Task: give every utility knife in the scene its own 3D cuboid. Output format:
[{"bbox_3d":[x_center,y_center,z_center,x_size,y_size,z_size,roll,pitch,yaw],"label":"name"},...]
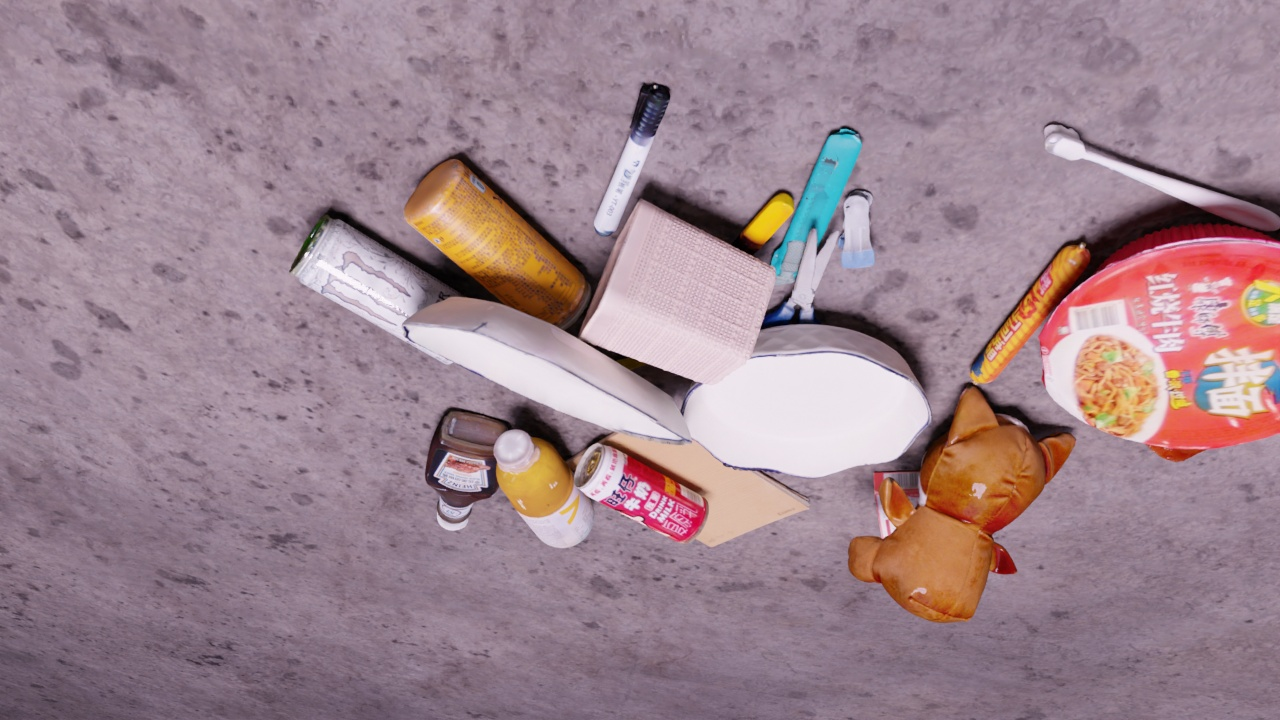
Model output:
[{"bbox_3d":[0.120,-0.101,0.647,0.029,0.012,0.152,10,142,-4],"label":"utility knife"}]

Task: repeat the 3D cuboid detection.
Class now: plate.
[{"bbox_3d":[0.135,0.035,0.771,0.205,0.045,0.205,4,148,2],"label":"plate"},{"bbox_3d":[-0.064,0.010,0.720,0.162,0.034,0.265,9,164,41],"label":"plate"}]

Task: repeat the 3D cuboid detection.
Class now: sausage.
[{"bbox_3d":[0.289,-0.030,0.690,0.021,0.021,0.166,12,141,-3],"label":"sausage"}]

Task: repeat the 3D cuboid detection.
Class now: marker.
[{"bbox_3d":[-0.009,-0.134,0.631,0.022,0.018,0.131,25,139,-4],"label":"marker"},{"bbox_3d":[0.075,-0.082,0.680,0.018,0.015,0.124,24,142,-15],"label":"marker"}]

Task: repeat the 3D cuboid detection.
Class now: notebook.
[{"bbox_3d":[0.047,0.128,0.948,0.211,0.012,0.150,33,137,-25],"label":"notebook"}]

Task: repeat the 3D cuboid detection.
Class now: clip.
[{"bbox_3d":[0.152,-0.094,0.645,0.027,0.045,0.058,1,135,13],"label":"clip"}]

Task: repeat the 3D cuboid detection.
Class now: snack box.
[{"bbox_3d":[0.282,0.164,0.928,0.077,0.027,0.156,-5,139,17],"label":"snack box"}]

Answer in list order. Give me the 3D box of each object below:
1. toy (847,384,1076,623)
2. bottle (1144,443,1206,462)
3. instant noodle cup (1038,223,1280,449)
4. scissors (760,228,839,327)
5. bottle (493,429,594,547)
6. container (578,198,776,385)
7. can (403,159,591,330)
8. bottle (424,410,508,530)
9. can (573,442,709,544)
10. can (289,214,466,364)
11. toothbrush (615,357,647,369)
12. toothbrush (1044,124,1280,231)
[{"bbox_3d":[0.277,0.125,0.799,0.140,0.130,0.200,20,106,-20],"label":"toy"},{"bbox_3d":[0.467,0.009,0.671,0.059,0.059,0.207,26,139,-19],"label":"bottle"},{"bbox_3d":[0.377,-0.024,0.629,0.194,0.065,0.194,12,139,10],"label":"instant noodle cup"},{"bbox_3d":[0.112,-0.046,0.705,0.125,0.012,0.174,-7,144,24],"label":"scissors"},{"bbox_3d":[-0.098,0.127,0.914,0.068,0.067,0.190,-1,149,13],"label":"bottle"},{"bbox_3d":[0.027,-0.042,0.657,0.111,0.090,0.090,23,160,-8],"label":"container"},{"bbox_3d":[-0.104,-0.082,0.684,0.058,0.058,0.146,-22,132,34],"label":"can"},{"bbox_3d":[-0.188,0.123,0.969,0.080,0.043,0.195,14,142,-9],"label":"bottle"},{"bbox_3d":[0.001,0.132,0.913,0.132,0.053,0.053,31,137,-23],"label":"can"},{"bbox_3d":[-0.201,-0.055,0.738,0.146,0.058,0.058,33,136,-26],"label":"can"},{"bbox_3d":[-0.005,0.005,0.802,0.190,0.016,0.016,-15,135,29],"label":"toothbrush"},{"bbox_3d":[0.334,-0.114,0.584,0.180,0.016,0.016,17,146,-12],"label":"toothbrush"}]
